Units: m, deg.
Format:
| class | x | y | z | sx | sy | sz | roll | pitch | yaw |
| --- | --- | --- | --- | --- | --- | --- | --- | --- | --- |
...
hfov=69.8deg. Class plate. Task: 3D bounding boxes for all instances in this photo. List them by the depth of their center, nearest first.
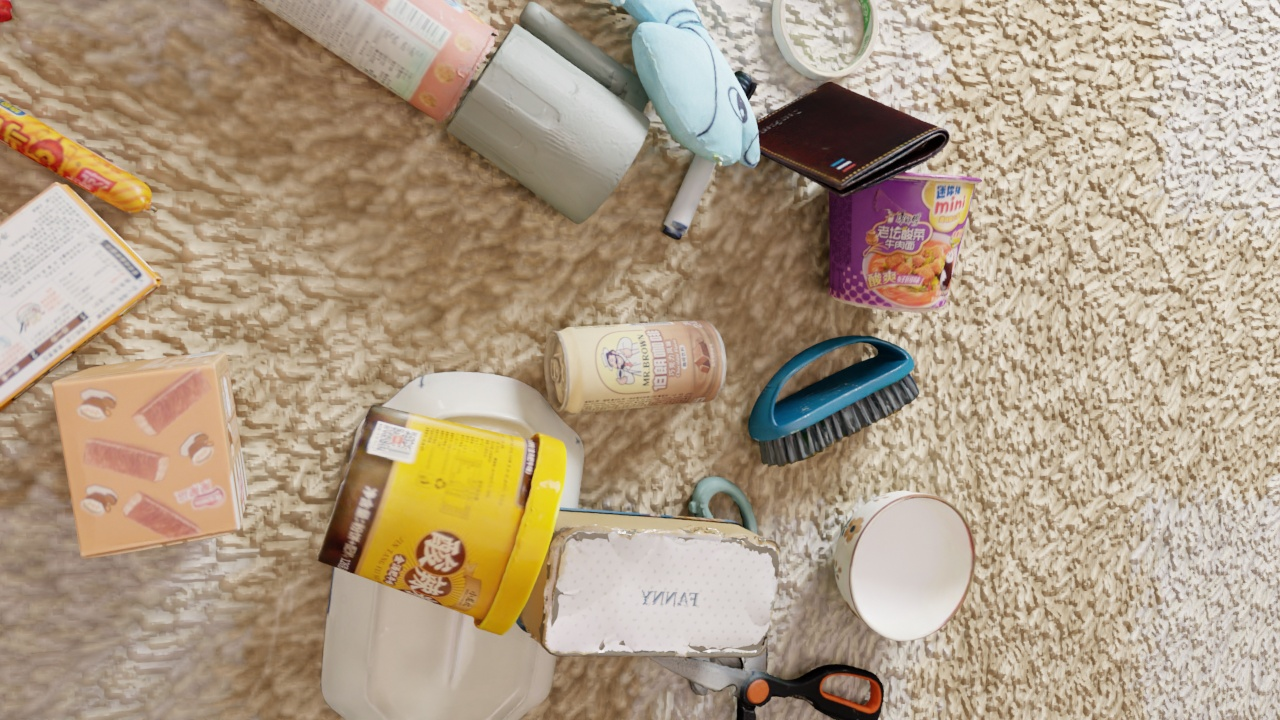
| class | x | y | z | sx | sy | sz | roll | pitch | yaw |
| --- | --- | --- | --- | --- | --- | --- | --- | --- | --- |
| plate | -0.119 | 0.141 | 0.612 | 0.162 | 0.034 | 0.265 | 9 | 91 | -21 |

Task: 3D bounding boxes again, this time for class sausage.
| class | x | y | z | sx | sy | sz | roll | pitch | yaw |
| --- | --- | --- | --- | --- | --- | --- | --- | --- | --- |
| sausage | -0.348 | -0.129 | 0.510 | 0.165 | 0.021 | 0.021 | 32 | 83 | -20 |

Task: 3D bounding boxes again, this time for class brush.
| class | x | y | z | sx | sy | sz | roll | pitch | yaw |
| --- | --- | --- | --- | --- | --- | --- | --- | --- | --- |
| brush | 0.143 | 0.022 | 0.689 | 0.143 | 0.055 | 0.073 | -24 | 104 | -17 |

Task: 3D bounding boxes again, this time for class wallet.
| class | x | y | z | sx | sy | sz | roll | pitch | yaw |
| --- | --- | --- | --- | --- | --- | --- | --- | --- | --- |
| wallet | 0.137 | -0.156 | 0.642 | 0.096 | 0.122 | 0.020 | -27 | 130 | -17 |

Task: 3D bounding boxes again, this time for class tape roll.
| class | x | y | z | sx | sy | sz | roll | pitch | yaw |
| --- | --- | --- | --- | --- | --- | --- | --- | --- | --- |
| tape roll | 0.139 | -0.254 | 0.686 | 0.085 | 0.014 | 0.086 | -2 | 95 | -21 |

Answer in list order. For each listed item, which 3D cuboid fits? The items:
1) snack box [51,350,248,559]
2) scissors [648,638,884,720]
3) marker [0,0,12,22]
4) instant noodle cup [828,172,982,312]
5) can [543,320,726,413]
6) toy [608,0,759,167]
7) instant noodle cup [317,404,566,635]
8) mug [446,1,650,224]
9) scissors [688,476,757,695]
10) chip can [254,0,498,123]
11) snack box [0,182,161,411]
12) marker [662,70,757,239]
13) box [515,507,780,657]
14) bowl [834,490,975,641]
| class | x | y | z | sx | sy | sz | roll | pitch | yaw |
| --- | --- | --- | --- | --- | --- | --- | --- | --- | --- |
| snack box | -0.270 | 0.048 | 0.516 | 0.077 | 0.093 | 0.094 | -8 | 97 | -20 |
| scissors | 0.093 | 0.267 | 0.705 | 0.233 | 0.022 | 0.221 | 17 | 89 | -25 |
| marker | -0.369 | -0.258 | 0.494 | 0.017 | 0.017 | 0.145 | -15 | 100 | -19 |
| instant noodle cup | 0.187 | -0.089 | 0.673 | 0.111 | 0.111 | 0.099 | -1 | 102 | -21 |
| can | -0.004 | 0.004 | 0.631 | 0.116 | 0.058 | 0.058 | -4 | 96 | -21 |
| toy | 0.027 | -0.194 | 0.606 | 0.161 | 0.050 | 0.156 | 29 | 46 | -40 |
| instant noodle cup | -0.115 | 0.086 | 0.532 | 0.114 | 0.118 | 0.118 | 20 | 87 | -13 |
| mug | -0.053 | -0.165 | 0.595 | 0.103 | 0.084 | 0.123 | 32 | 56 | -19 |
| scissors | 0.021 | 0.175 | 0.677 | 0.172 | 0.019 | 0.177 | -2 | 98 | -22 |
| chip can | -0.191 | -0.227 | 0.534 | 0.214 | 0.071 | 0.071 | 32 | 83 | -20 |
| snack box | -0.358 | -0.023 | 0.513 | 0.153 | 0.026 | 0.075 | -43 | 107 | -13 |
| marker | 0.050 | -0.147 | 0.659 | 0.023 | 0.018 | 0.130 | 22 | 85 | 15 |
| box | 0.001 | 0.149 | 0.611 | 0.184 | 0.062 | 0.090 | 11 | 90 | -23 |
| bowl | 0.197 | 0.155 | 0.717 | 0.113 | 0.062 | 0.113 | -1 | 94 | -19 |
